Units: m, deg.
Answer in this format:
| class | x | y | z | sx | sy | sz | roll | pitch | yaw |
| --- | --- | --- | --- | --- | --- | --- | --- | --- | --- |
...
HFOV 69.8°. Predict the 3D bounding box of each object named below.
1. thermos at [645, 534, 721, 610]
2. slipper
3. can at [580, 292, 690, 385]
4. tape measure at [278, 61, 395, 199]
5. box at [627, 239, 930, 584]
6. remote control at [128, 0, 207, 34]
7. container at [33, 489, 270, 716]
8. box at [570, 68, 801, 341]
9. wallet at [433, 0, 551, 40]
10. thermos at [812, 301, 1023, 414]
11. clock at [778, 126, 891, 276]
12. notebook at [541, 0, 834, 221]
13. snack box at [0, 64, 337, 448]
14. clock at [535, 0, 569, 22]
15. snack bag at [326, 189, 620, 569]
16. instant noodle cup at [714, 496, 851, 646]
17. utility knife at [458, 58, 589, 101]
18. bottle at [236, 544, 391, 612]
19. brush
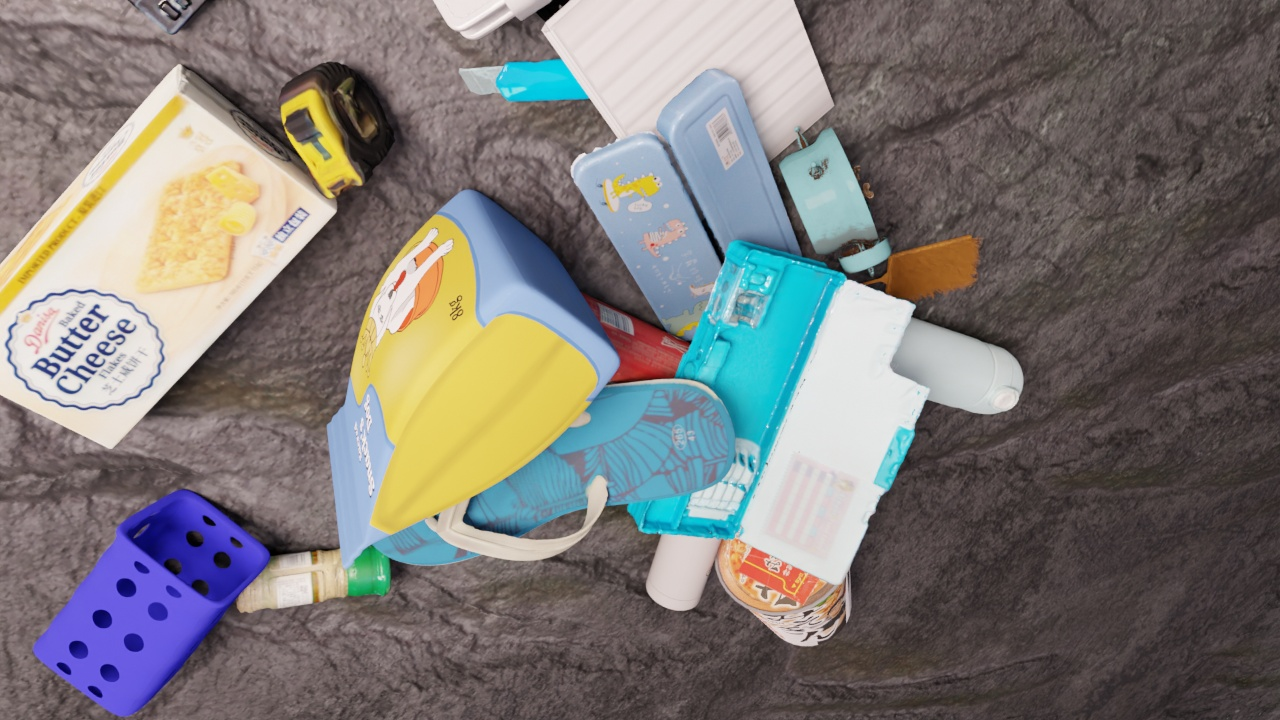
| class | x | y | z | sx | sy | sz | roll | pitch | yaw |
| --- | --- | --- | --- | --- | --- | --- | --- | --- | --- |
| thermos | 0.057 | 0.117 | 0.802 | 0.052 | 0.052 | 0.225 | 2 | 119 | -26 |
| slipper | -0.080 | 0.080 | 0.649 | 0.295 | 0.060 | 0.118 | -14 | 97 | 13 |
| can | -0.004 | 0.004 | 0.694 | 0.170 | 0.067 | 0.067 | 23 | 108 | -33 |
| tape measure | -0.173 | -0.138 | 0.528 | 0.038 | 0.067 | 0.062 | -16 | 123 | 24 |
| box | 0.106 | 0.040 | 0.683 | 0.182 | 0.071 | 0.227 | 17 | 107 | -9 |
| remote control | -0.213 | -0.240 | 0.477 | 0.150 | 0.022 | 0.047 | -42 | 128 | 7 |
| container | -0.331 | 0.164 | 0.625 | 0.084 | 0.085 | 0.114 | 40 | 102 | -5 |
| box | 0.044 | -0.095 | 0.650 | 0.127 | 0.034 | 0.209 | -34 | 140 | 0 |
| wallet | -0.074 | -0.247 | 0.484 | 0.115 | 0.037 | 0.118 | -30 | 95 | 10 |
| thermos | 0.246 | 0.000 | 0.801 | 0.206 | 0.078 | 0.065 | 15 | 113 | -28 |
| clock | 0.145 | -0.111 | 0.678 | 0.053 | 0.089 | 0.124 | -23 | 129 | 14 |
| notebook | 0.043 | -0.188 | 0.596 | 0.142 | 0.009 | 0.210 | -41 | 143 | 3 |
| snack box | -0.289 | -0.056 | 0.534 | 0.208 | 0.057 | 0.104 | -44 | 127 | 6 |
| clock | -0.041 | -0.245 | 0.535 | 0.120 | 0.042 | 0.091 | 30 | 105 | -35 |
| snack bag | -0.130 | 0.013 | 0.586 | 0.205 | 0.159 | 0.102 | -46 | 126 | 9 |
| instant noodle cup | 0.146 | 0.205 | 0.864 | 0.123 | 0.123 | 0.122 | -32 | 137 | -3 |
| utility knife | -0.030 | -0.186 | 0.596 | 0.174 | 0.015 | 0.031 | -8 | 120 | -17 |
| bottle | -0.249 | 0.166 | 0.701 | 0.111 | 0.043 | 0.043 | -4 | 121 | -21 |
| brush | 0.231 | -0.072 | 0.783 | 0.126 | 0.017 | 0.048 | -15 | 125 | -15 |
